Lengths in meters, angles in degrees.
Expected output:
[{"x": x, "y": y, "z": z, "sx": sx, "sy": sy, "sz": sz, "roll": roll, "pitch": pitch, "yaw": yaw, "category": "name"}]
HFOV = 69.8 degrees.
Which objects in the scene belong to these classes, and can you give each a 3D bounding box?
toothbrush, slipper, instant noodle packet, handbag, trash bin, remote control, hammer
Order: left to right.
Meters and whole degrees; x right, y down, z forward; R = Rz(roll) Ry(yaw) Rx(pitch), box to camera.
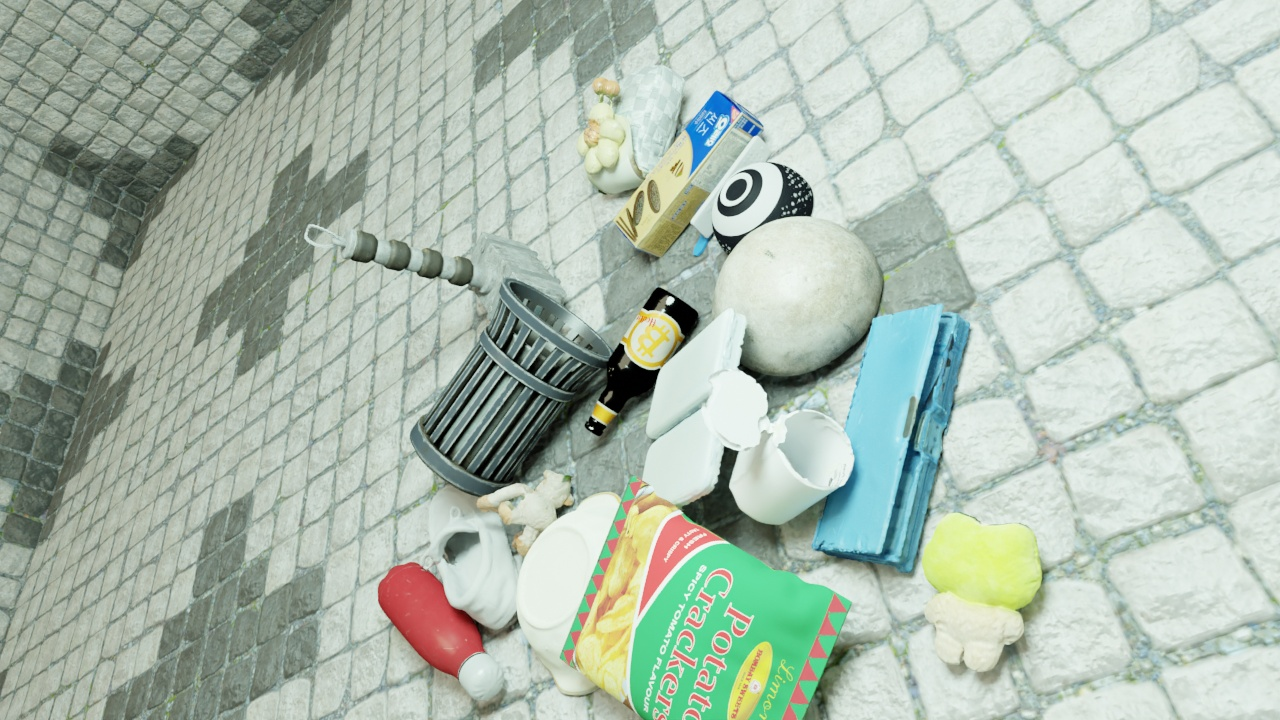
[{"x": -0.268, "y": -0.124, "z": 1.198, "sx": 0.177, "sy": 0.325, "sz": 0.080, "roll": 50, "pitch": 120, "yaw": 49, "category": "hammer"}, {"x": -0.214, "y": 0.228, "z": 1.105, "sx": 0.112, "sy": 0.074, "sz": 0.247, "roll": -40, "pitch": 31, "yaw": -3, "category": "slipper"}, {"x": -0.162, "y": 0.040, "z": 1.114, "sx": 0.228, "sy": 0.164, "sz": 0.164, "roll": -53, "pitch": 40, "yaw": 10, "category": "trash bin"}, {"x": -0.016, "y": -0.317, "z": 1.223, "sx": 0.113, "sy": 0.123, "sz": 0.171, "roll": 0, "pitch": 71, "yaw": 52, "category": "handbag"}, {"x": 0.043, "y": 0.241, "z": 0.811, "sx": 0.253, "sy": 0.090, "sz": 0.195, "roll": 25, "pitch": 95, "yaw": 40, "category": "instant noodle packet"}, {"x": 0.102, "y": -0.202, "z": 1.112, "sx": 0.016, "sy": 0.014, "sz": 0.166, "roll": 20, "pitch": 81, "yaw": 50, "category": "toothbrush"}, {"x": 0.107, "y": -0.206, "z": 1.089, "sx": 0.131, "sy": 0.033, "sz": 0.012, "roll": -53, "pitch": 42, "yaw": 0, "category": "remote control"}]

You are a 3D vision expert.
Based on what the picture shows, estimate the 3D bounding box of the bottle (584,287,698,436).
[{"x": -0.006, "y": 0.006, "z": 1.051, "sx": 0.181, "sy": 0.059, "sz": 0.059, "roll": -57, "pitch": 40, "yaw": 1, "category": "bottle"}]

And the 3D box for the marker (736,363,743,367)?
[{"x": 0.118, "y": -0.005, "z": 0.965, "sx": 0.124, "sy": 0.017, "sz": 0.021, "roll": -11, "pitch": 57, "yaw": 41, "category": "marker"}]

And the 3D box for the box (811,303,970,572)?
[{"x": 0.214, "y": 0.061, "z": 0.799, "sx": 0.093, "sy": 0.052, "sz": 0.231, "roll": 2, "pitch": 67, "yaw": 47, "category": "box"}]

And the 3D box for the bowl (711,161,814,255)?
[{"x": 0.126, "y": -0.174, "z": 1.029, "sx": 0.120, "sy": 0.066, "sz": 0.120, "roll": -25, "pitch": 49, "yaw": 33, "category": "bowl"}]

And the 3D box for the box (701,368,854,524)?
[{"x": 0.099, "y": 0.078, "z": 0.801, "sx": 0.106, "sy": 0.150, "sz": 0.080, "roll": -49, "pitch": 12, "yaw": 54, "category": "box"}]

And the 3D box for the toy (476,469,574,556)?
[{"x": -0.124, "y": 0.163, "z": 1.059, "sx": 0.106, "sy": 0.085, "sz": 0.074, "roll": -41, "pitch": 7, "yaw": -11, "category": "toy"}]

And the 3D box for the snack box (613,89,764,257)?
[{"x": 0.057, "y": -0.225, "z": 1.114, "sx": 0.207, "sy": 0.056, "sz": 0.057, "roll": -50, "pitch": 56, "yaw": 18, "category": "snack box"}]

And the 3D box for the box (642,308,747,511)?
[{"x": 0.044, "y": 0.061, "z": 0.921, "sx": 0.209, "sy": 0.037, "sz": 0.188, "roll": 137, "pitch": 151, "yaw": -66, "category": "box"}]

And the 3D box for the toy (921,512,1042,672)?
[{"x": 0.253, "y": 0.174, "z": 0.692, "sx": 0.092, "sy": 0.046, "sz": 0.115, "roll": 2, "pitch": 74, "yaw": 47, "category": "toy"}]

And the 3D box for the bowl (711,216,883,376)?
[{"x": 0.144, "y": -0.079, "z": 0.913, "sx": 0.179, "sy": 0.081, "sz": 0.178, "roll": -15, "pitch": 56, "yaw": 23, "category": "bowl"}]

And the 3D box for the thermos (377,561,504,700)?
[{"x": -0.229, "y": 0.315, "z": 1.065, "sx": 0.240, "sy": 0.073, "sz": 0.073, "roll": 24, "pitch": 83, "yaw": 49, "category": "thermos"}]

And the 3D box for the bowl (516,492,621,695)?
[{"x": -0.072, "y": 0.234, "z": 0.969, "sx": 0.189, "sy": 0.060, "sz": 0.218, "roll": -19, "pitch": 52, "yaw": 36, "category": "bowl"}]

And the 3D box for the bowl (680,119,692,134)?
[{"x": 0.085, "y": -0.282, "z": 1.169, "sx": 0.118, "sy": 0.030, "sz": 0.117, "roll": -25, "pitch": 49, "yaw": 33, "category": "bowl"}]
